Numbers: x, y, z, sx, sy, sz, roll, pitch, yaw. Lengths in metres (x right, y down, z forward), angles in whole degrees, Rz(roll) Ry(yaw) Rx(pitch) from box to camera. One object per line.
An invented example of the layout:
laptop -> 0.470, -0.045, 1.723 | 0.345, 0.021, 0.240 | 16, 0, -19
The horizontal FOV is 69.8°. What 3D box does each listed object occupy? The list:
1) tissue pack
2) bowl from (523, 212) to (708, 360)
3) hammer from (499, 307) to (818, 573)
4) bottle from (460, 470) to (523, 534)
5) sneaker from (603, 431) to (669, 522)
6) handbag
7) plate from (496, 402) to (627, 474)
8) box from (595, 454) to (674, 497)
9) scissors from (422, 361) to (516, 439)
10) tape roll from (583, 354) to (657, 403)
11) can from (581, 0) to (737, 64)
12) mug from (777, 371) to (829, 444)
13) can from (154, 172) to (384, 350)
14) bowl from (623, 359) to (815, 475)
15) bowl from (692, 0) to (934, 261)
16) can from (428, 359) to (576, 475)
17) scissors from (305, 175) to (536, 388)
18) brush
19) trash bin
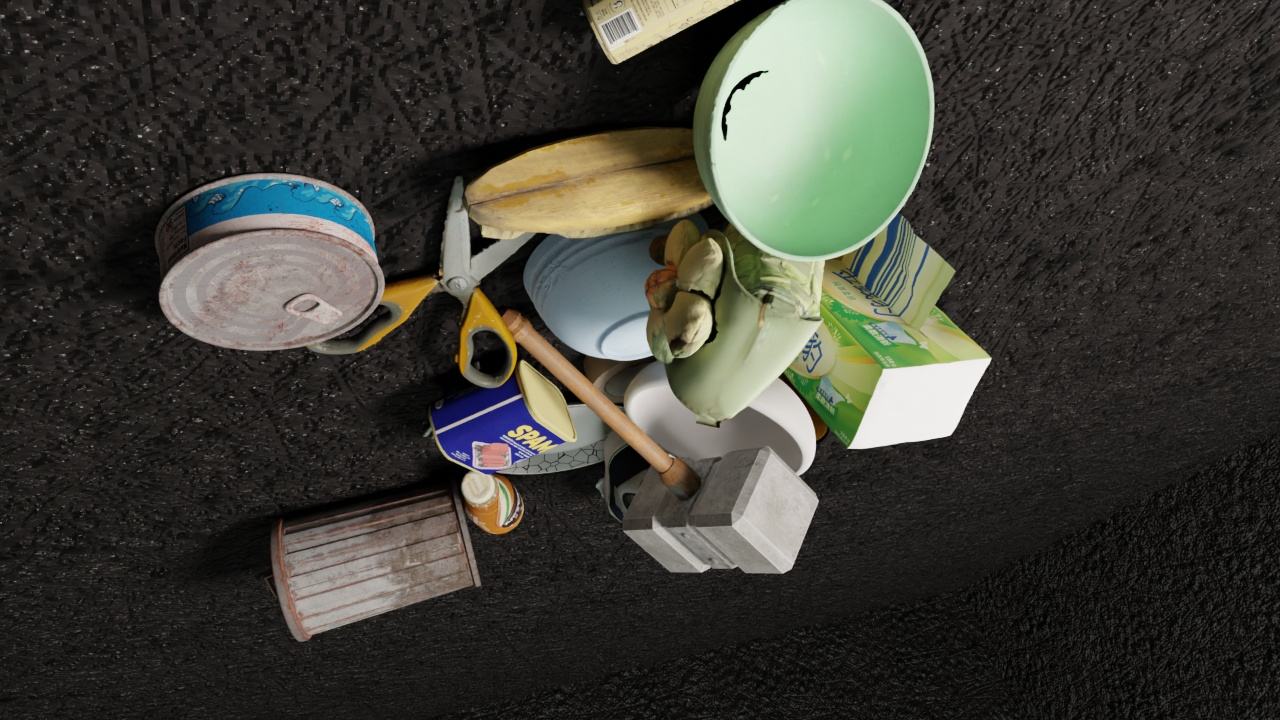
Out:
tissue pack -> 0.171, -0.049, 0.699 | 0.120, 0.197, 0.142 | -9, 131, -30
bowl -> -0.008, -0.048, 0.704 | 0.150, 0.074, 0.151 | -14, 154, -7
hammer -> -0.007, 0.064, 0.795 | 0.317, 0.082, 0.163 | 44, 146, -23
bottle -> -0.165, 0.149, 0.996 | 0.059, 0.059, 0.167 | -15, 163, -5
sneaker -> 0.007, 0.155, 1.018 | 0.084, 0.079, 0.236 | -20, 151, -6
handbag -> 0.060, -0.052, 0.616 | 0.117, 0.185, 0.113 | 27, 131, -4
plate -> -0.086, 0.078, 0.960 | 0.188, 0.016, 0.189 | -10, 156, -5
box -> 0.064, 0.120, 1.128 | 0.189, 0.037, 0.208 | -38, 155, 22
scissors -> -0.159, 0.038, 0.846 | 0.144, 0.019, 0.126 | -18, 155, 5
tape roll -> -0.005, 0.005, 0.864 | 0.093, 0.030, 0.094 | -14, 155, -7
can -> 0.013, -0.189, 0.475 | 0.079, 0.038, 0.038 | -24, 154, 13
mug -> 0.157, 0.003, 0.873 | 0.093, 0.124, 0.101 | -42, -157, -31
can -> -0.230, -0.058, 0.575 | 0.130, 0.044, 0.130 | -14, 155, -7
bowl -> 0.077, 0.040, 0.832 | 0.177, 0.066, 0.177 | 18, 153, 9
bowl -> 0.091, -0.140, 0.547 | 0.150, 0.077, 0.151 | -9, 112, -22
can -> -0.121, 0.055, 0.815 | 0.092, 0.056, 0.116 | -23, 157, 7
scissors -> -0.151, -0.046, 0.665 | 0.216, 0.016, 0.226 | -4, 143, -9
brush -> -0.019, -0.111, 0.585 | 0.195, 0.059, 0.043 | -14, 166, -23
trash bin -> -0.289, 0.211, 0.985 | 0.211, 0.130, 0.131 | -14, 155, -12
